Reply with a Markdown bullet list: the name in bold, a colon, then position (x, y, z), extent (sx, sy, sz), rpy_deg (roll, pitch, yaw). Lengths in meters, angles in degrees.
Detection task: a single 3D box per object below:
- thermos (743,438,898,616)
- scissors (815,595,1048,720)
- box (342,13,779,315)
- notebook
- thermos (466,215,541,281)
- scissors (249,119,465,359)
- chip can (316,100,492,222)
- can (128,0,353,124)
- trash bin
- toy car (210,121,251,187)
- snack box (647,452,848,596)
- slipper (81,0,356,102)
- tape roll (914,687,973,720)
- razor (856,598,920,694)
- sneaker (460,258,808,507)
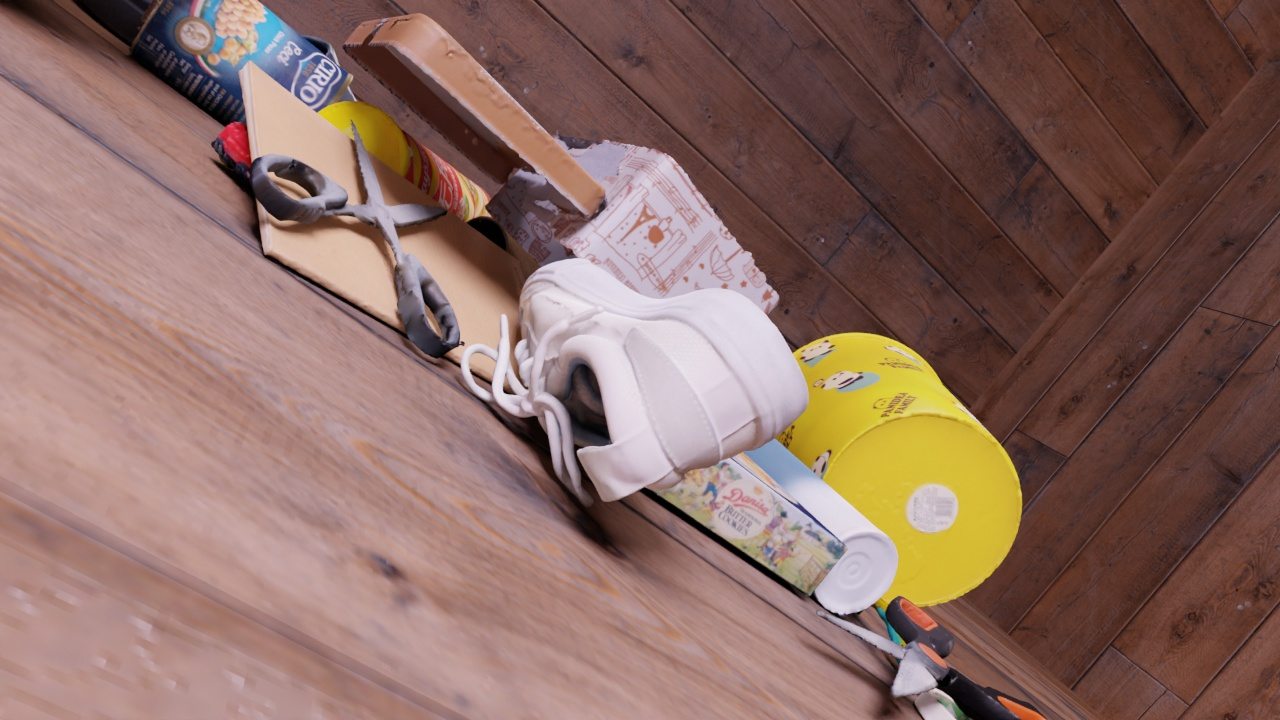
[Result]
- **thermos**: position (0.107, 0.106, 0.701), extent (0.070, 0.070, 0.220), rpy_deg (38, 3, -27)
- **scissors**: position (0.160, 0.170, 0.521), extent (0.224, 0.022, 0.204), rpy_deg (35, 7, -17)
- **box**: position (-0.052, -0.108, 0.551), extent (0.260, 0.082, 0.177), rpy_deg (44, -6, -31)
- **notebook**: position (-0.117, -0.053, 0.490), extent (0.211, 0.012, 0.149), rpy_deg (36, 21, -47)
- **thermos**: position (-0.082, -0.061, 0.714), extent (0.093, 0.093, 0.143), rpy_deg (41, 13, 31)
- **scissors**: position (-0.125, -0.068, 0.449), extent (0.159, 0.014, 0.181), rpy_deg (55, 15, 8)
- **chip can**: position (-0.165, -0.119, 0.656), extent (0.073, 0.073, 0.216), rpy_deg (40, 3, 5)
- **can**: position (-0.252, -0.188, 0.582), extent (0.111, 0.075, 0.075), rpy_deg (37, 4, -27)
- **trash bin**: position (0.240, 0.106, 0.921), extent (0.229, 0.230, 0.255), rpy_deg (39, 9, -8)
- **toy car**: position (-0.178, -0.091, 0.491), extent (0.049, 0.031, 0.106), rpy_deg (42, 2, 23)
- **snack box**: position (0.025, 0.057, 0.607), extent (0.182, 0.046, 0.178), rpy_deg (38, 3, -30)
- **slipper**: position (-0.267, -0.210, 0.682), extent (0.268, 0.083, 0.110), rpy_deg (34, 8, -47)
- **tape roll**: position (0.194, 0.221, 0.520), extent (0.086, 0.014, 0.086), rpy_deg (39, 3, -3)
- **razor**: position (0.167, 0.185, 0.632), extent (0.043, 0.028, 0.132), rpy_deg (42, 4, -16)
- **sneaker**: position (-0.025, 0.011, 0.424), extent (0.089, 0.090, 0.242), rpy_deg (61, -16, -18)
